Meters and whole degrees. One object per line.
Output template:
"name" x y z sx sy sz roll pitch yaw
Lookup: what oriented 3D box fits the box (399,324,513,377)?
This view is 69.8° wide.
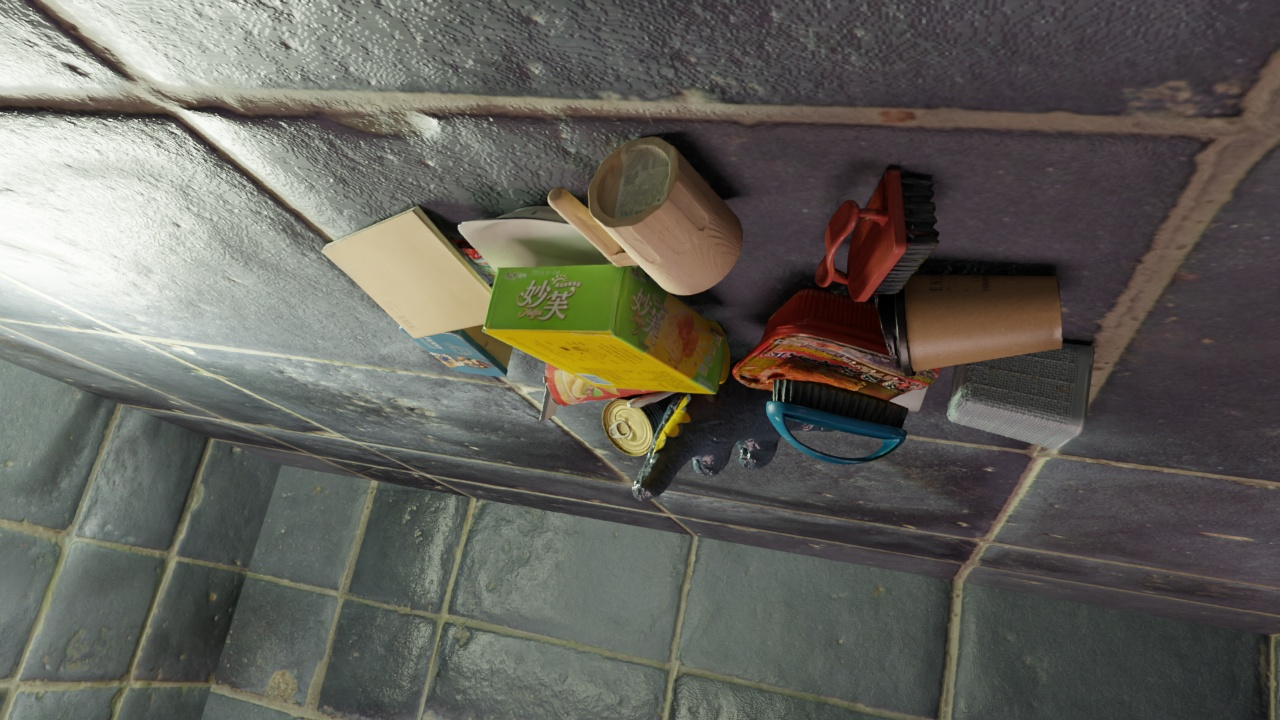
"box" -0.231 -0.035 1.167 0.090 0.059 0.184 5 164 19

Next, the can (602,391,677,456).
"can" 0.016 0.060 1.133 0.075 0.075 0.110 -2 -159 39

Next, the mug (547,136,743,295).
"mug" 0.003 -0.110 0.715 0.125 0.084 0.103 0 157 33

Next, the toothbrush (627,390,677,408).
"toothbrush" 0.053 0.036 1.113 0.187 0.017 0.016 -15 -172 -42

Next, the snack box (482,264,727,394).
"snack box" -0.029 -0.027 0.912 0.158 0.070 0.210 3 165 32

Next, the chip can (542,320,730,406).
"chip can" -0.006 0.006 1.061 0.217 0.073 0.073 -10 154 30

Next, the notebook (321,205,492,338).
"notebook" -0.243 -0.086 0.986 0.212 0.012 0.149 -7 132 48

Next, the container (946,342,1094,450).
"container" 0.370 0.026 0.904 0.111 0.089 0.090 13 164 10

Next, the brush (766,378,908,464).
"brush" 0.190 0.063 0.892 0.144 0.073 0.055 12 173 -10

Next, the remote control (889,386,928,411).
"remote control" 0.306 0.031 1.075 0.056 0.019 0.135 7 163 14

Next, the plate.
"plate" -0.074 -0.105 0.866 0.164 0.034 0.163 7 163 15

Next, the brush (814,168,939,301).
"brush" 0.175 -0.087 0.707 0.069 0.063 0.146 0 165 0

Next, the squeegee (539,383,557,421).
"squeegee" -0.001 0.020 1.223 0.246 0.039 0.247 7 146 -7

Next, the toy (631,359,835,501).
"toy" 0.116 0.068 1.096 0.355 0.138 0.092 -9 177 -41

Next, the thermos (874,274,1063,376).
"thermos" 0.275 -0.036 0.774 0.143 0.093 0.093 -4 158 22

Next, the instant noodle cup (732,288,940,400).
"instant noodle cup" 0.192 -0.009 0.921 0.164 0.079 0.189 15 162 -8

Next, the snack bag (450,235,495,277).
"snack bag" -0.153 -0.104 0.941 0.045 0.026 0.105 4 163 23

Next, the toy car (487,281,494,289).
"toy car" -0.132 -0.054 1.073 0.056 0.037 0.122 -13 137 43
